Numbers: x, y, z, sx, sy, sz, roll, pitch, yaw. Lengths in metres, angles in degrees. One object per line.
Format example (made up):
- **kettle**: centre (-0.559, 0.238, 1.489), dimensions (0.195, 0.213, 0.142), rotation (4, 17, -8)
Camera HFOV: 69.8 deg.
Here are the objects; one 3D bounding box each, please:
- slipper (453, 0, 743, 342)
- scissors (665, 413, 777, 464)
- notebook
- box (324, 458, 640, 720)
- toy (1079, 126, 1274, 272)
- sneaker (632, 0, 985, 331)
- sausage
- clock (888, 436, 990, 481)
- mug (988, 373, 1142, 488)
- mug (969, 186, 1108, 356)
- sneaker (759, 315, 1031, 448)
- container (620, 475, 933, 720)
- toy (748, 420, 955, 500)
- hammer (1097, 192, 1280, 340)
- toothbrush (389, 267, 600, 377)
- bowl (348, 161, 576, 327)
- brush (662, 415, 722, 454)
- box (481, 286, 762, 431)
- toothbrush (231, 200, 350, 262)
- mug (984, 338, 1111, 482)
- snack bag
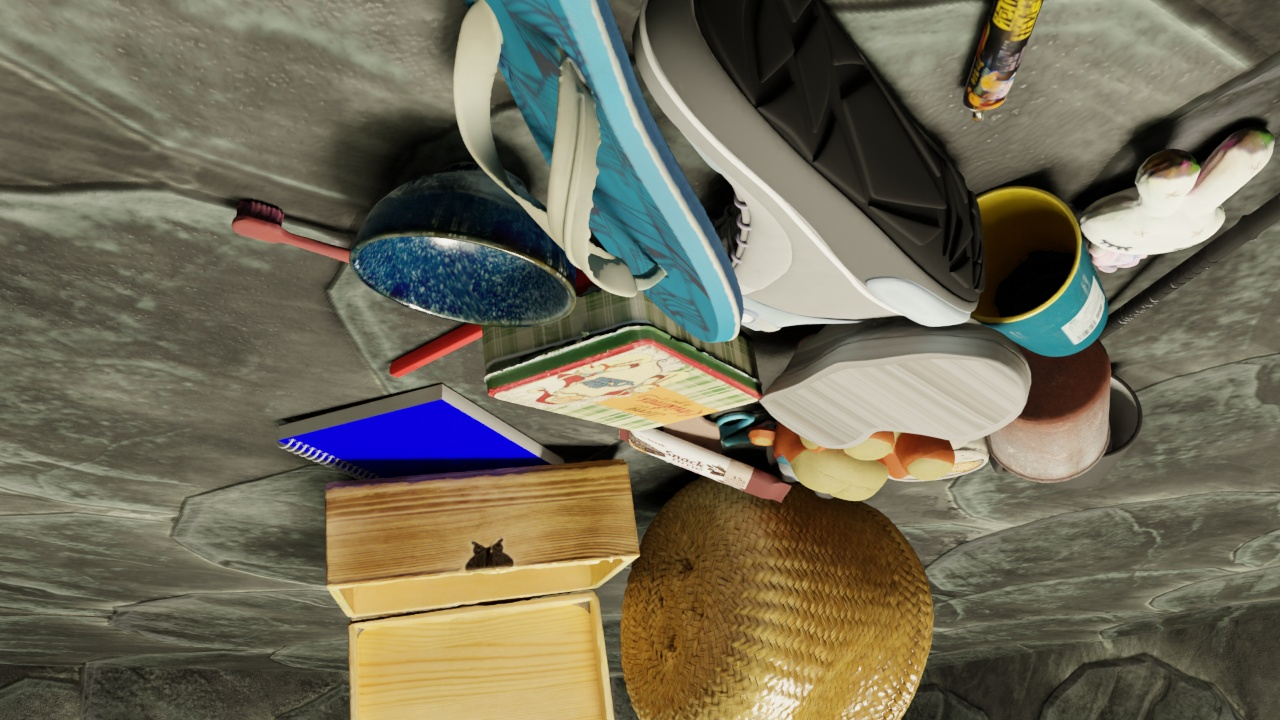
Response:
- **slipper**: centre (-0.035, -0.089, 0.371), dimensions (0.060, 0.118, 0.295), rotation (-41, 146, -7)
- **scissors**: centre (0.065, 0.076, 0.850), dimensions (0.142, 0.015, 0.076), rotation (-29, 146, 34)
- **notebook**: centre (-0.193, 0.082, 0.830), dimensions (0.172, 0.022, 0.209), rotation (-14, 153, 19)
- **box**: centre (-0.151, 0.298, 0.900), dimensions (0.279, 0.336, 0.287), rotation (-5, 162, -14)
- **toy**: centre (0.288, -0.081, 0.509), dimensions (0.079, 0.038, 0.123), rotation (-9, 158, -2)
- **sneaker**: centre (0.051, -0.078, 0.447), dimensions (0.161, 0.093, 0.256), rotation (-13, 153, 40)
- **sausage**: centre (0.153, -0.149, 0.369), dimensions (0.020, 0.020, 0.155), rotation (-5, 155, 5)
- **clock**: centre (0.257, 0.068, 0.798), dimensions (0.103, 0.061, 0.157), rotation (-5, 157, 3)
- **mug**: centre (0.349, 0.064, 0.769), dimensions (0.113, 0.078, 0.088), rotation (-21, 153, 5)
- **mug**: centre (0.234, -0.044, 0.544), dimensions (0.078, 0.078, 0.121), rotation (-20, 154, 33)
- **sneaker**: centre (0.159, -0.004, 0.577), dimensions (0.099, 0.089, 0.237), rotation (33, 163, -12)
- **container**: centre (0.113, 0.260, 0.928), dimensions (0.196, 0.306, 0.308), rotation (18, 149, -23)
- **toy**: centre (0.164, 0.065, 0.746), dimensions (0.112, 0.096, 0.176), rotation (18, 175, -22)
- **hammer**: centre (0.334, -0.053, 0.542), dimensions (0.015, 0.095, 0.325), rotation (-2, 162, -2)
- **toothbrush**: centre (-0.100, -0.023, 0.621), dimensions (0.213, 0.012, 0.018), rotation (-22, 149, 35)
- **bowl**: centre (-0.085, -0.064, 0.469), dimensions (0.114, 0.060, 0.114), rotation (7, 163, 2)
- **brush**: centre (0.042, 0.046, 0.784), dimensions (0.050, 0.015, 0.136), rotation (6, 151, 13)
- **box**: centre (-0.004, 0.004, 0.608), dimensions (0.118, 0.050, 0.205), rotation (-13, 164, 23)
- **toothbrush**: centre (-0.136, -0.055, 0.533), dimensions (0.189, 0.016, 0.016), rotation (16, 149, -29)
- **mug**: centre (0.281, 0.032, 0.681), dimensions (0.123, 0.096, 0.110), rotation (-12, 142, 19)
- **snack bag**: centre (0.054, 0.090, 0.811), dimensions (0.158, 0.013, 0.057), rotation (21, 157, 7)
